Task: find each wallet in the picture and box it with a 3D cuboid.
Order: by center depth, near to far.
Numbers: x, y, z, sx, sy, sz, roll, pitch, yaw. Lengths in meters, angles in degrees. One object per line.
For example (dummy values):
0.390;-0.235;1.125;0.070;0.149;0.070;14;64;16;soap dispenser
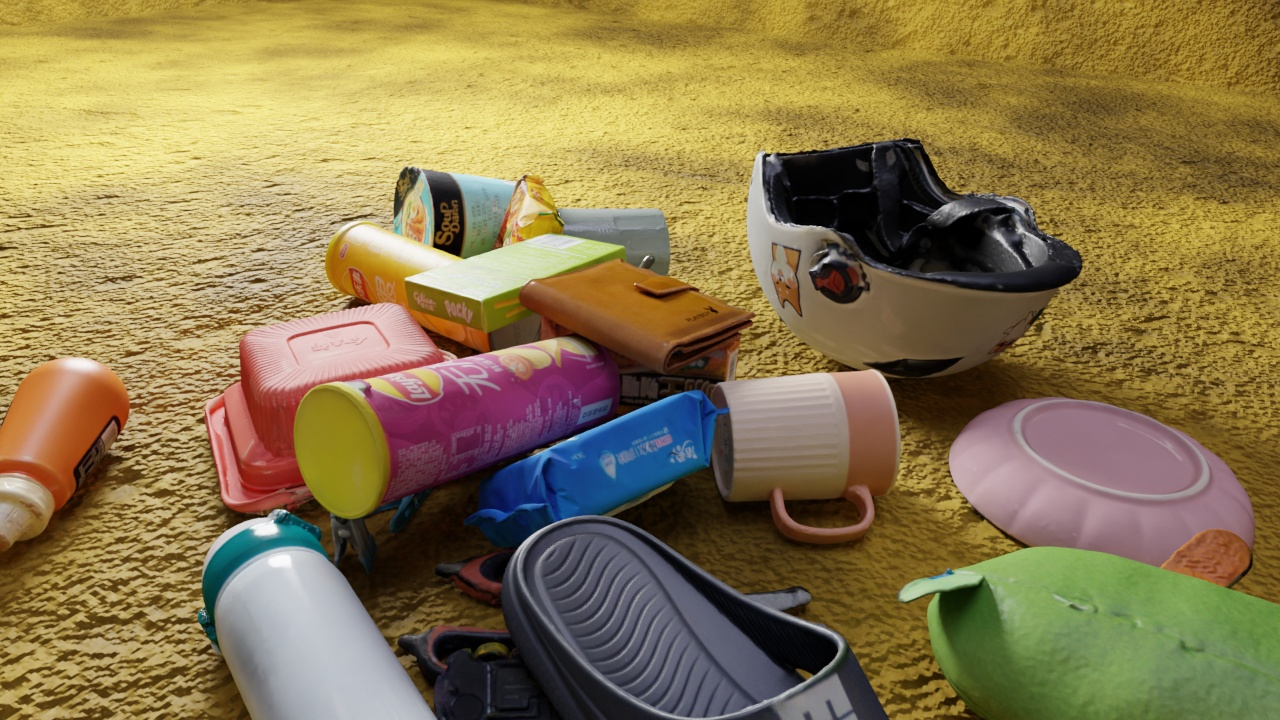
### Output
0.002;-0.036;0.645;0.131;0.035;0.118;25;34;32;wallet

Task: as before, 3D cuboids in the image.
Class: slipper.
0.036;0.147;0.380;0.110;0.083;0.268;-23;50;-35;slipper

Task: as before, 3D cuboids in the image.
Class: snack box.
-0.004;0.004;0.684;0.154;0.075;0.026;15;26;22;snack box
-0.091;-0.063;0.698;0.086;0.026;0.156;15;28;35;snack box

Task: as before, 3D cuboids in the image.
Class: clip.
-0.167;0.095;0.521;0.042;0.058;0.026;0;33;-1;clip
-0.151;0.088;0.581;0.033;0.013;0.053;17;33;25;clip

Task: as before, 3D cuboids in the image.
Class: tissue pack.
-0.022;0.067;0.556;0.156;0.052;0.095;-21;-4;-36;tissue pack

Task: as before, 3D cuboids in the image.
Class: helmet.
0.202;-0.072;0.762;0.229;0.157;0.274;-16;44;-34;helmet

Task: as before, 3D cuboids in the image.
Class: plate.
0.312;0.073;0.621;0.192;0.039;0.192;2;28;-1;plate

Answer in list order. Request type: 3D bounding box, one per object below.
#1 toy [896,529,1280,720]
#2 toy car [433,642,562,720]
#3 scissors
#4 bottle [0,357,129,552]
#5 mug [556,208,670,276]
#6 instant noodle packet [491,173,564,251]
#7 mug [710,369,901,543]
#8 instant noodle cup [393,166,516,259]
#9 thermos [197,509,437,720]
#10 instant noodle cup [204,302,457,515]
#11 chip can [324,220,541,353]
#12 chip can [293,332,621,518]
0.244;0.153;0.413;0.247;0.090;0.226;20;43;36;toy
-0.043;0.159;0.431;0.106;0.031;0.049;4;39;-14;toy car
-0.015;0.135;0.502;0.206;0.015;0.201;25;35;37;scissors
-0.372;0.060;0.571;0.066;0.067;0.149;-1;36;-8;bottle
-0.027;-0.089;0.871;0.103;0.084;0.123;-4;56;-15;mug
-0.105;-0.103;0.841;0.044;0.111;0.128;9;25;-20;instant noodle packet
0.106;0.063;0.593;0.106;0.082;0.114;-3;58;-6;mug
-0.174;-0.140;0.925;0.120;0.111;0.111;-5;28;-33;instant noodle cup
-0.144;0.150;0.413;0.073;0.073;0.224;-17;33;-33;thermos
-0.200;0.021;0.632;0.188;0.079;0.164;-14;29;-26;instant noodle cup
-0.181;-0.064;0.801;0.213;0.072;0.071;21;33;31;chip can
-0.099;0.031;0.555;0.071;0.071;0.210;20;20;29;chip can
